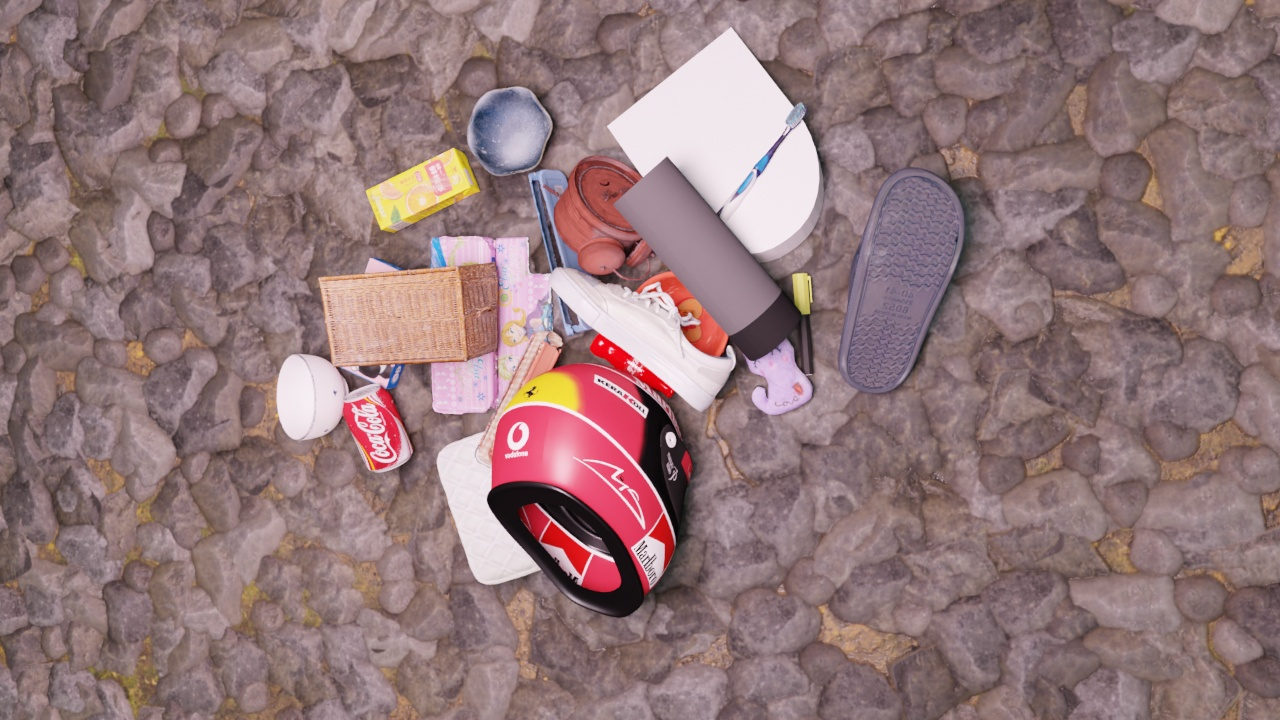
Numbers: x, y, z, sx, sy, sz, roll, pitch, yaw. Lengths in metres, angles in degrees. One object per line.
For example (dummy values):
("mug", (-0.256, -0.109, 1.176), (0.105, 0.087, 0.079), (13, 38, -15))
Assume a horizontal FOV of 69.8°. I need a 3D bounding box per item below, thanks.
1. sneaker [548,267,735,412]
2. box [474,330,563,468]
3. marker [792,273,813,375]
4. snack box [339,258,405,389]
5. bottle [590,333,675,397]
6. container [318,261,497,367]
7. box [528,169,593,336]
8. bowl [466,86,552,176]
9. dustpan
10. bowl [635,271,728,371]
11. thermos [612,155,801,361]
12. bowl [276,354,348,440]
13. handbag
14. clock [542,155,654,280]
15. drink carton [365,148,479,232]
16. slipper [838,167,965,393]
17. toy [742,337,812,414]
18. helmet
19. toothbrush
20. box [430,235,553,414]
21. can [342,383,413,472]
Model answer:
("sneaker", (0.007, -0.047, 1.078), (0.242, 0.089, 0.091), (38, 95, 0))
("box", (-0.151, 0.048, 1.142), (0.064, 0.056, 0.187), (4, 62, 48))
("marker", (0.201, -0.044, 1.118), (0.021, 0.017, 0.124), (-4, 94, 12))
("snack box", (-0.341, -0.050, 1.216), (0.088, 0.033, 0.154), (25, 98, 9))
("bottle", (-0.007, 0.007, 1.152), (0.119, 0.036, 0.036), (35, 99, 7))
("container", (-0.279, -0.057, 1.128), (0.199, 0.113, 0.113), (-2, 97, 13))
("box", (-0.108, -0.132, 1.151), (0.059, 0.068, 0.210), (-15, 91, 27))
("bowl", (-0.158, -0.284, 1.155), (0.110, 0.055, 0.110), (1, 93, 12))
("dustpan", (0.110, -0.242, 1.124), (0.192, 0.053, 0.257), (-36, 75, 11))
("bowl", (0.047, -0.044, 1.134), (0.130, 0.045, 0.130), (1, 93, 11))
("thermos", (0.079, -0.115, 1.052), (0.082, 0.082, 0.240), (-40, 98, 10))
("bowl", (-0.428, 0.048, 1.213), (0.114, 0.063, 0.113), (1, 91, 45))
("handbag", (-0.168, 0.179, 1.178), (0.139, 0.072, 0.195), (-18, 89, 3))
("clock", (-0.038, -0.165, 1.102), (0.157, 0.120, 0.072), (58, 136, 12))
("drink carton", (-0.282, -0.220, 1.190), (0.135, 0.043, 0.058), (-22, 88, 11))
("slipper", (0.298, -0.093, 1.072), (0.111, 0.083, 0.269), (11, 113, 2))
("toy", (0.162, 0.017, 1.119), (0.080, 0.036, 0.099), (-31, 88, 28))
("helmet", (-0.048, 0.127, 1.077), (0.198, 0.223, 0.271), (-11, 124, 38))
("toothbrush", (0.134, -0.223, 1.075), (0.016, 0.017, 0.189), (41, 98, 26))
("box", (-0.193, -0.045, 1.187), (0.159, 0.035, 0.230), (0, 94, 12))
("can", (-0.344, 0.088, 1.197), (0.064, 0.064, 0.105), (-15, 107, 11))
